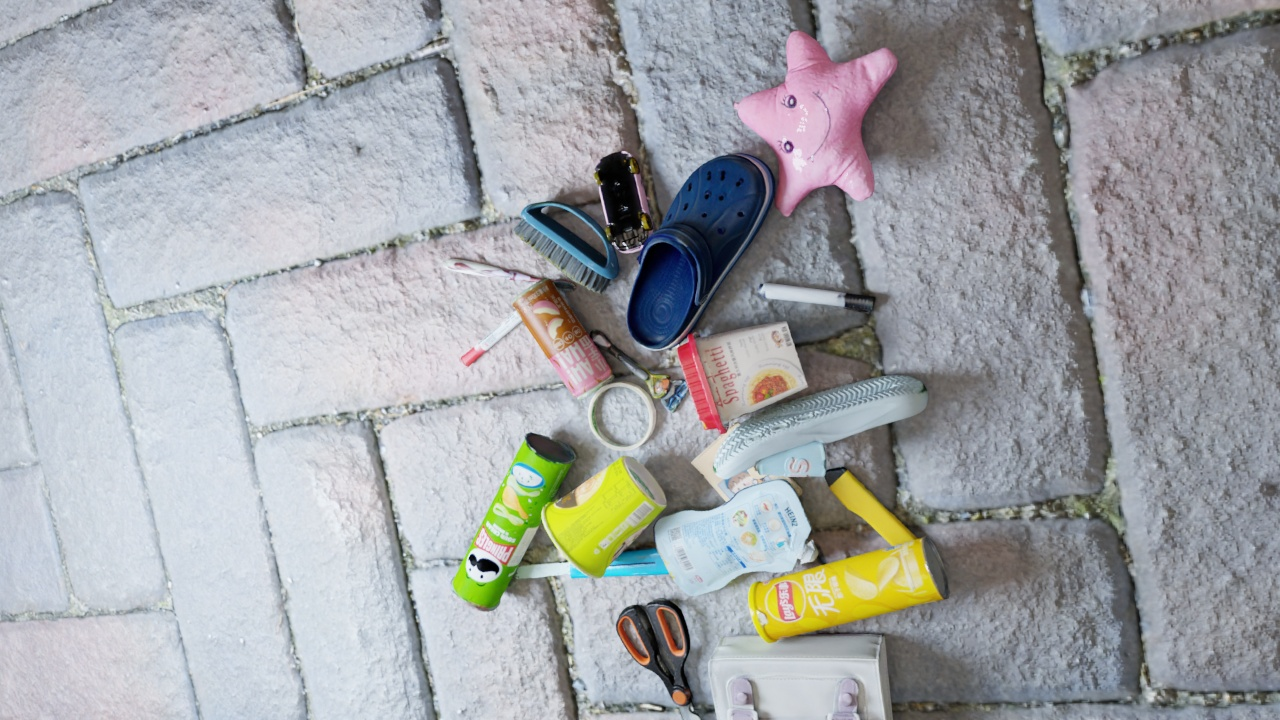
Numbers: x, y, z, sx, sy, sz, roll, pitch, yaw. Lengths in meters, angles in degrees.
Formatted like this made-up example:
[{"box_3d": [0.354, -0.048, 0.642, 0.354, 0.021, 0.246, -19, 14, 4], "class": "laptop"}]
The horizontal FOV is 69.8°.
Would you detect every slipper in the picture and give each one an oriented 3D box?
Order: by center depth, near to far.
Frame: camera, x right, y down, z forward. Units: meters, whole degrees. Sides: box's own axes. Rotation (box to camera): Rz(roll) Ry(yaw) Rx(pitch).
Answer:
[{"box_3d": [0.198, 0.082, 1.011, 0.246, 0.104, 0.074, -19, 103, 10], "class": "slipper"}, {"box_3d": [0.050, -0.124, 1.033, 0.105, 0.095, 0.253, 39, 113, 21], "class": "slipper"}]

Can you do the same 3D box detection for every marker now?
[{"box_3d": [0.197, -0.070, 1.034, 0.131, 0.018, 0.023, 8, 109, 18], "class": "marker"}, {"box_3d": [-0.175, -0.040, 1.169, 0.145, 0.017, 0.017, -38, 84, 20], "class": "marker"}]

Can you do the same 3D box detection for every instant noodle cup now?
[{"box_3d": [0.116, 0.011, 1.029, 0.124, 0.116, 0.116, -19, 90, 9], "class": "instant noodle cup"}, {"box_3d": [-0.037, 0.181, 1.110, 0.123, 0.111, 0.111, -41, 83, 11], "class": "instant noodle cup"}]

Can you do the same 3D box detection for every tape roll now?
[{"box_3d": [-0.023, 0.069, 1.132, 0.086, 0.013, 0.086, 3, 98, 19], "class": "tape roll"}]

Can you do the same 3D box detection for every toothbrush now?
[{"box_3d": [-0.169, -0.107, 1.157, 0.188, 0.017, 0.016, 12, 104, 17], "class": "toothbrush"}]

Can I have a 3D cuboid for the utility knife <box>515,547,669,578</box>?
[{"box_3d": [-0.062, 0.264, 1.171, 0.225, 0.018, 0.034, -10, 94, 22], "class": "utility knife"}]

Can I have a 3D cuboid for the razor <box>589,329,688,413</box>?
[{"box_3d": [-0.007, 0.007, 1.114, 0.143, 0.022, 0.043, 37, 105, 12], "class": "razor"}]

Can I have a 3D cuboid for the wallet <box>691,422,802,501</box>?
[{"box_3d": [0.128, 0.136, 1.085, 0.087, 0.024, 0.115, -45, 81, 24], "class": "wallet"}]

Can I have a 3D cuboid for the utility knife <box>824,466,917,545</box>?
[{"box_3d": [0.269, 0.178, 1.044, 0.156, 0.015, 0.033, 45, 115, 8], "class": "utility knife"}]

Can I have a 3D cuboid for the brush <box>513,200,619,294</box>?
[{"box_3d": [-0.083, -0.145, 1.102, 0.144, 0.055, 0.074, 36, 108, 12], "class": "brush"}]

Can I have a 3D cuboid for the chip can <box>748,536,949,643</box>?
[{"box_3d": [0.231, 0.259, 1.031, 0.214, 0.072, 0.072, -23, 89, 24], "class": "chip can"}]

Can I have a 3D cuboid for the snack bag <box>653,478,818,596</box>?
[{"box_3d": [0.112, 0.210, 1.076, 0.191, 0.038, 0.110, -25, 88, 29], "class": "snack bag"}]

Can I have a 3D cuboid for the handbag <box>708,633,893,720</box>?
[{"box_3d": [0.188, 0.398, 1.064, 0.197, 0.098, 0.145, -7, 100, 20], "class": "handbag"}]

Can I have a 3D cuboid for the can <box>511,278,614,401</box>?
[{"box_3d": [-0.094, -0.026, 1.112, 0.058, 0.057, 0.147, -33, 93, 20], "class": "can"}]

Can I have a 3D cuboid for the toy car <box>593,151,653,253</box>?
[{"box_3d": [-0.018, -0.187, 1.085, 0.056, 0.037, 0.122, -16, 79, 18], "class": "toy car"}]

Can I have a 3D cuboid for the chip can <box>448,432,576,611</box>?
[{"box_3d": [-0.164, 0.206, 1.170, 0.072, 0.072, 0.236, 32, 106, 13], "class": "chip can"}]

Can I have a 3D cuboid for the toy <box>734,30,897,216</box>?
[{"box_3d": [0.178, -0.249, 0.987, 0.179, 0.074, 0.195, 21, 116, 31], "class": "toy"}]

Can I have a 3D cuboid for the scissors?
[{"box_3d": [0.035, 0.410, 1.158, 0.153, 0.021, 0.235, 2, 102, 26], "class": "scissors"}]
